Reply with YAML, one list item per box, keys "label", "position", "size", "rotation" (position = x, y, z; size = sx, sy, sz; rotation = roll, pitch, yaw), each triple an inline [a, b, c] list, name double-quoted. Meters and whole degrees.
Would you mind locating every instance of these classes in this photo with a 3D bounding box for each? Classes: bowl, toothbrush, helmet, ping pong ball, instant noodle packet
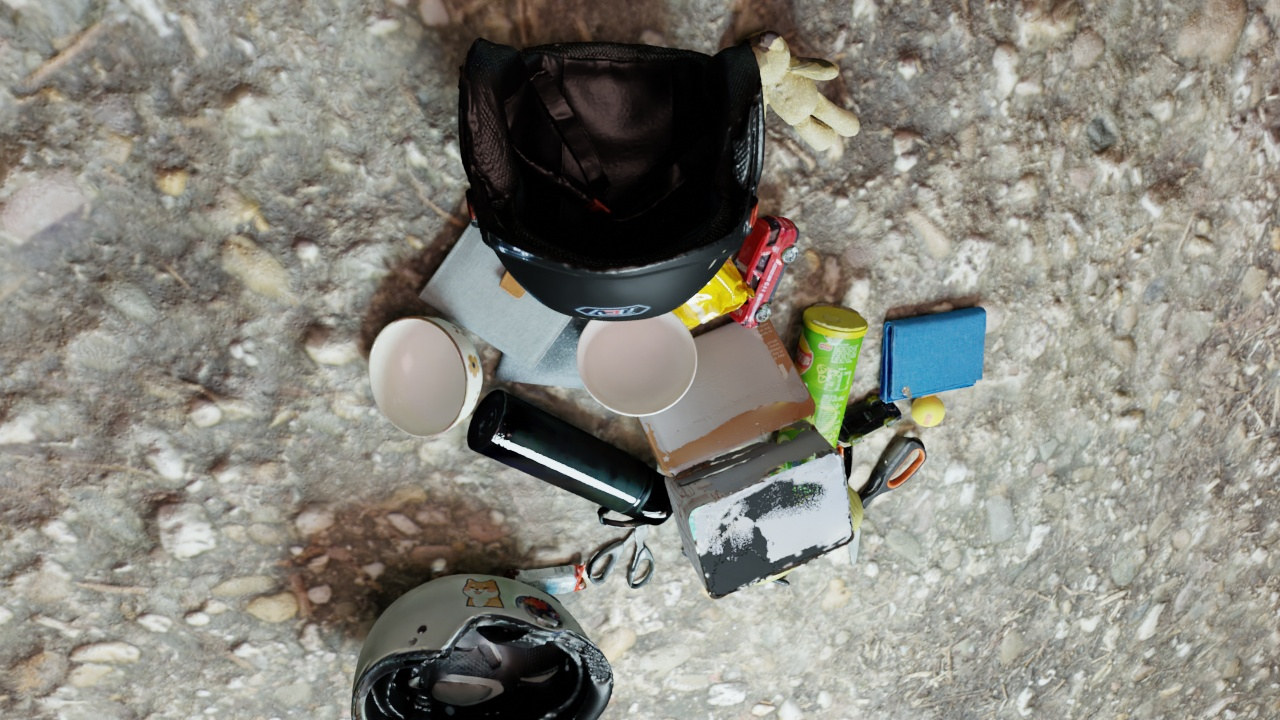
- label: "bowl"
  position: [-0.005, 0.005, 0.925]
  size: [0.118, 0.118, 0.065]
  rotation: [-21, 166, -9]
- label: "toothbrush"
  position: [0.127, 0.264, 1.175]
  size: [0.181, 0.015, 0.018]
  rotation: [25, 97, -30]
- label: "bowl"
  position: [-0.193, 0.012, 0.868]
  size: [0.062, 0.113, 0.114]
  rotation: [-18, 135, -63]
- label: "helmet"
  position: [-0.180, 0.323, 1.003]
  size: [0.273, 0.156, 0.230]
  rotation: [6, 120, -28]
- label: "helmet"
  position: [-0.021, -0.142, 0.744]
  size: [0.233, 0.274, 0.231]
  rotation: [1, 146, 2]
- label: "ping pong ball"
  position: [0.356, 0.062, 1.137]
  size: [0.040, 0.040, 0.040]
  rotation: [-9, 120, -17]
- label: "instant noodle packet"
  position: [0.037, -0.089, 0.911]
  size: [0.111, 0.044, 0.128]
  rotation: [-25, 126, 23]

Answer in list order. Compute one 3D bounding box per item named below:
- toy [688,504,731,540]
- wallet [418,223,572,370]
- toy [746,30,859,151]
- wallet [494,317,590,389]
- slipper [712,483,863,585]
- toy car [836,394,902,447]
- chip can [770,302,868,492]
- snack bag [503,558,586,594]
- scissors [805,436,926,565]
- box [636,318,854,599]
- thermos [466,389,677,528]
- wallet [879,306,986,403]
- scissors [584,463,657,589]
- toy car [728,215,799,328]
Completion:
- label: "toy"
  position: [0.068, 0.182, 1.099]
  size: [0.096, 0.030, 0.092]
  rotation: [-24, 132, -16]
- label: "wallet"
  position: [-0.125, -0.065, 0.864]
  size: [0.129, 0.037, 0.107]
  rotation: [35, 102, -17]
- label: "toy"
  position: [0.149, -0.255, 0.873]
  size: [0.105, 0.066, 0.157]
  rotation: [-19, 142, 42]
- label: "wallet"
  position: [-0.080, -0.017, 0.937]
  size: [0.120, 0.019, 0.097]
  rotation: [8, 116, -26]
- label: "slipper"
  position: [0.184, 0.213, 1.124]
  size: [0.191, 0.091, 0.081]
  rotation: [-27, 155, 10]
- label: "toy car"
  position: [0.270, 0.076, 1.109]
  size: [0.090, 0.042, 0.035]
  rotation: [-23, 146, -15]
- label: "chip can"
  position: [0.201, 0.048, 1.049]
  size: [0.072, 0.072, 0.222]
  rotation: [-3, 118, -20]
- label: "snack bag"
  position: [-0.111, 0.257, 1.071]
  size: [0.105, 0.026, 0.045]
  rotation: [0, 126, -20]
- label: "scissors"
  position: [0.274, 0.173, 1.182]
  size: [0.221, 0.021, 0.225]
  rotation: [-40, 123, 10]
- label: "box"
  position: [0.105, 0.100, 0.965]
  size: [0.179, 0.130, 0.272]
  rotation: [-21, 94, -9]
- label: "thermos"
  position: [-0.072, 0.119, 0.982]
  size: [0.242, 0.068, 0.090]
  rotation: [31, 108, -31]
- label: "wallet"
  position: [0.350, -0.006, 1.099]
  size: [0.133, 0.040, 0.106]
  rotation: [-9, 112, -16]
- label: "scissors"
  position: [0.000, 0.206, 1.097]
  size: [0.163, 0.014, 0.166]
  rotation: [-30, 122, -7]
- label: "toy car"
  position: [0.122, -0.093, 0.953]
  size: [0.045, 0.053, 0.121]
  rotation: [10, 111, -25]
